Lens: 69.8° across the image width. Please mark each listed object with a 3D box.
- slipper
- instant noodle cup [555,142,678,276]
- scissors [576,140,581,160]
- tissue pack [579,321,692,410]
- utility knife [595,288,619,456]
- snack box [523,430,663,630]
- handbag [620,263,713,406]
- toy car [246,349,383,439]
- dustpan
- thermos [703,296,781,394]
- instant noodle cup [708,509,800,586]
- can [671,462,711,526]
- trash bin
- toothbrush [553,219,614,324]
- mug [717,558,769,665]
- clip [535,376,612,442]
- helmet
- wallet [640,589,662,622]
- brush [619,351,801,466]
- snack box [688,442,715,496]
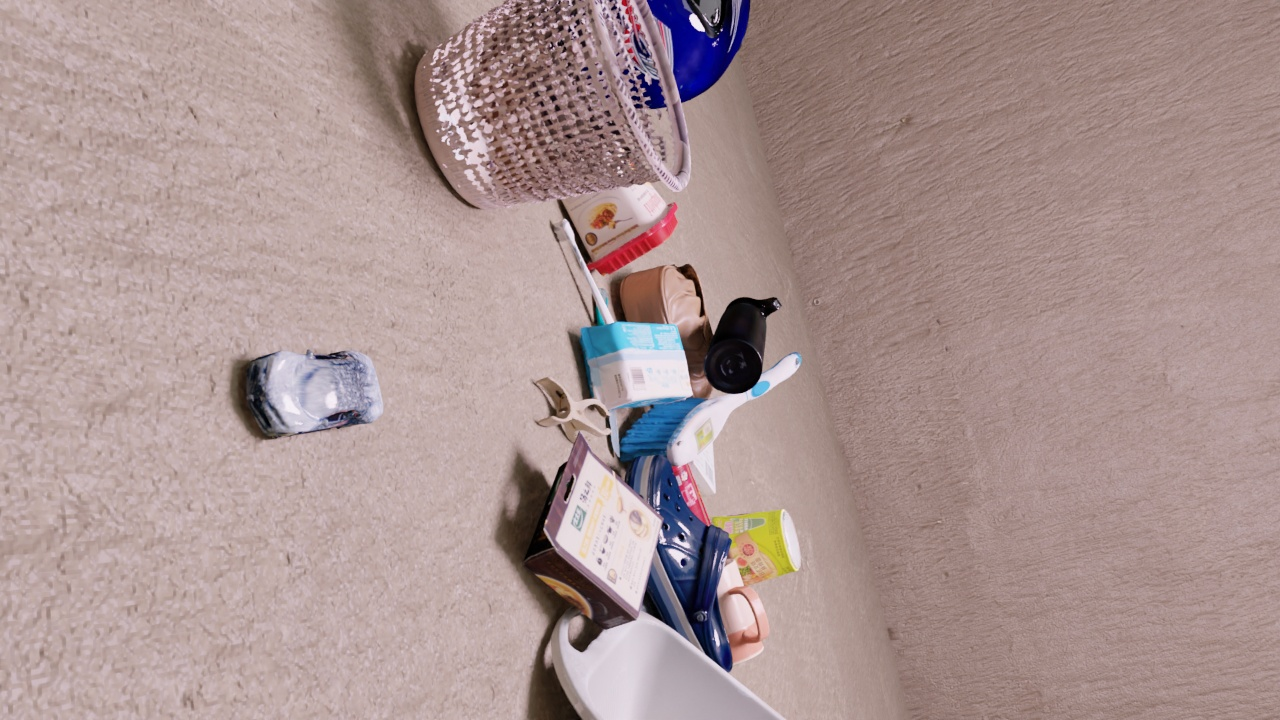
[{"bbox_3d":[0.054,0.218,0.965,0.105,0.095,0.253,-51,122,-77],"label":"slipper"},{"bbox_3d":[-0.032,-0.182,1.086,0.124,0.117,0.116,56,21,-13],"label":"instant noodle cup"},{"bbox_3d":[-0.068,-0.253,1.181,0.139,0.022,0.235,-85,150,-67],"label":"scissors"},{"bbox_3d":[-0.006,0.006,1.017,0.139,0.063,0.090,-2,76,-49],"label":"tissue pack"},{"bbox_3d":[-0.036,0.007,1.049,0.029,0.013,0.219,39,39,-55],"label":"utility knife"},{"bbox_3d":[-0.042,0.146,0.788,0.125,0.053,0.113,45,37,-21],"label":"snack box"},{"bbox_3d":[0.050,-0.029,1.199,0.147,0.100,0.204,-56,132,-61],"label":"handbag"},{"bbox_3d":[-0.188,0.018,0.542,0.105,0.031,0.049,-6,80,-71],"label":"toy car"},{"bbox_3d":[0.048,0.300,0.757,0.222,0.258,0.143,-17,114,-72],"label":"dustpan"},{"bbox_3d":[0.134,-0.034,1.164,0.068,0.090,0.242,50,19,-7],"label":"thermos"},{"bbox_3d":[0.140,0.245,1.197,0.111,0.124,0.111,-15,90,-72],"label":"instant noodle cup"},{"bbox_3d":[0.049,0.177,1.094,0.053,0.053,0.133,-56,128,-68],"label":"can"},{"bbox_3d":[-0.081,-0.232,0.815,0.227,0.192,0.227,-15,90,-73],"label":"trash bin"},{"bbox_3d":[-0.054,-0.076,1.043,0.180,0.016,0.016,65,32,-17],"label":"toothbrush"},{"bbox_3d":[0.097,0.289,1.053,0.081,0.115,0.106,-13,84,-39],"label":"mug"},{"bbox_3d":[-0.066,0.053,0.887,0.100,0.035,0.074,38,40,-54],"label":"clip"},{"bbox_3d":[-0.003,-0.490,1.206,0.239,0.248,0.315,-32,112,-37],"label":"helmet"},{"bbox_3d":[0.006,0.261,0.952,0.097,0.019,0.121,-79,147,-60],"label":"wallet"},{"bbox_3d":[0.095,0.054,1.117,0.313,0.110,0.060,-36,116,-54],"label":"brush"},{"bbox_3d":[0.076,0.104,1.288,0.085,0.027,0.156,55,25,-45],"label":"snack box"}]
